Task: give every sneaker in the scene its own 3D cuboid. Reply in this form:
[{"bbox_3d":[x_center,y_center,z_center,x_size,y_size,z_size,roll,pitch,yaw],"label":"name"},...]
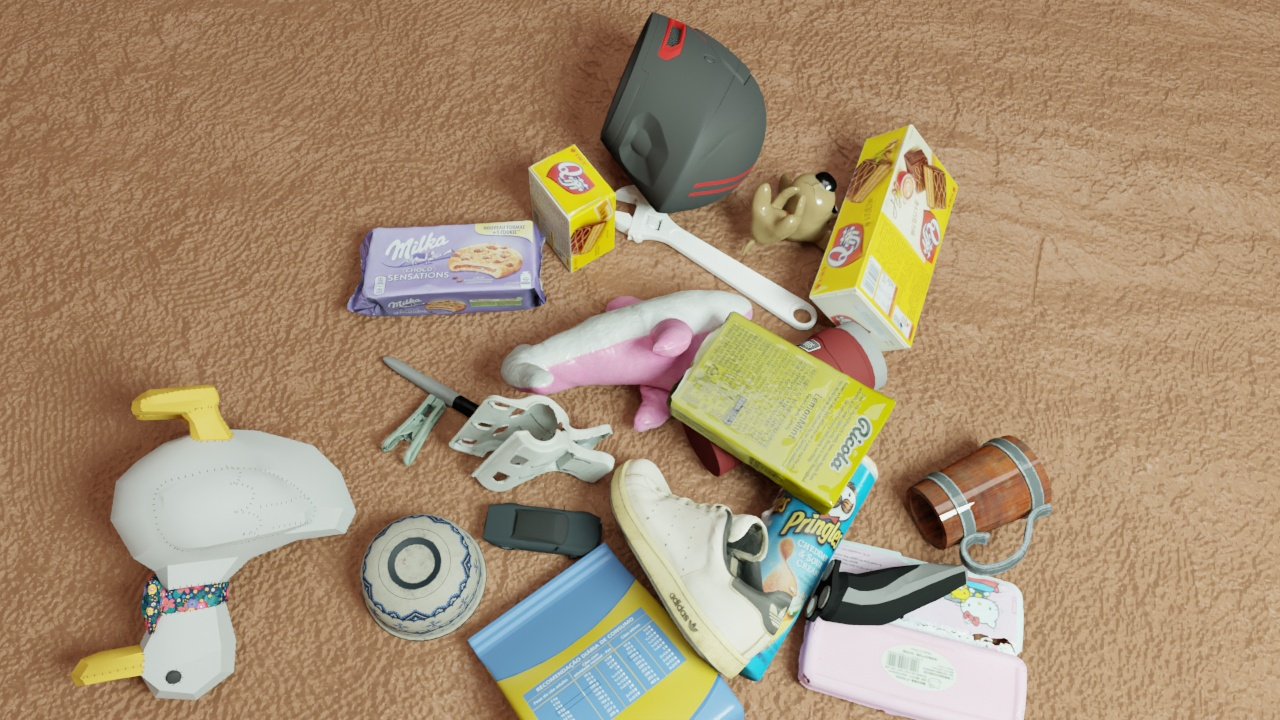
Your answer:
[{"bbox_3d":[0.053,0.154,0.807,0.102,0.089,0.241,-41,42,8],"label":"sneaker"}]

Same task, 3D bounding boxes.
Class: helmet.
[{"bbox_3d":[0.055,-0.267,1.022,0.170,0.165,0.264,23,46,-10],"label":"helmet"}]

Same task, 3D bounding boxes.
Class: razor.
[{"bbox_3d":[0.225,0.207,0.823,0.156,0.057,0.060,2,60,-13],"label":"razor"}]

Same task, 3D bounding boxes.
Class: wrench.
[{"bbox_3d":[0.079,-0.114,1.031,0.273,0.018,0.066,34,66,12],"label":"wrench"}]

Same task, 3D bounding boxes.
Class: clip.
[{"bbox_3d":[-0.098,0.090,0.872,0.151,0.126,0.091,21,59,-21],"label":"clip"},{"bbox_3d":[-0.224,0.069,0.923,0.035,0.023,0.074,28,64,12],"label":"clip"}]

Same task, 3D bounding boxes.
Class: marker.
[{"bbox_3d":[-0.209,0.029,0.943,0.138,0.022,0.016,29,71,10],"label":"marker"}]

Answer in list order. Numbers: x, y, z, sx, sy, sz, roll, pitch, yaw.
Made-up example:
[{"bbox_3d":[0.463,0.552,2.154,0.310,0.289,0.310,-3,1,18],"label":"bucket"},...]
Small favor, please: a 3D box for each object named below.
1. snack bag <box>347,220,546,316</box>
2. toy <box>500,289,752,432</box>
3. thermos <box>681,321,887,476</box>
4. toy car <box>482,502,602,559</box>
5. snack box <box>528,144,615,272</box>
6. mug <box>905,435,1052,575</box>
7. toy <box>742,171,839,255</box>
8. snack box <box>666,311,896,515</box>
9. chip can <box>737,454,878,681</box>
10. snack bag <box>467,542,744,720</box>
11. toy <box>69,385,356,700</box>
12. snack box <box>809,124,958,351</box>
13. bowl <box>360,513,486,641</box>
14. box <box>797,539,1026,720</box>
[{"bbox_3d":[-0.204,-0.094,0.985,0.205,0.058,0.096,-3,61,-1],"label":"snack bag"},{"bbox_3d":[-0.006,0.005,0.926,0.265,0.187,0.128,-13,105,-13],"label":"toy"},{"bbox_3d":[0.149,0.048,0.923,0.198,0.084,0.108,-27,99,-13],"label":"thermos"},{"bbox_3d":[-0.093,0.161,0.876,0.112,0.034,0.046,7,64,0],"label":"toy car"},{"bbox_3d":[-0.074,-0.165,0.998,0.061,0.106,0.083,-32,69,-17],"label":"snack box"},{"bbox_3d":[0.331,0.142,0.877,0.111,0.082,0.117,-23,49,-10],"label":"mug"},{"bbox_3d":[0.169,-0.161,1.015,0.108,0.106,0.134,-19,64,-36],"label":"toy"},{"bbox_3d":[0.126,0.045,0.850,0.181,0.045,0.121,31,71,12],"label":"snack box"},{"bbox_3d":[0.136,0.180,0.854,0.080,0.080,0.229,32,68,12],"label":"chip can"},{"bbox_3d":[-0.033,0.276,0.793,0.158,0.102,0.205,-33,59,-17],"label":"snack bag"},{"bbox_3d":[-0.381,0.156,0.815,0.246,0.141,0.267,-12,89,-27],"label":"toy"},{"bbox_3d":[0.269,-0.131,0.994,0.110,0.062,0.229,40,60,-30],"label":"snack box"},{"bbox_3d":[-0.202,0.193,0.841,0.115,0.059,0.115,1,64,-2],"label":"bowl"},{"bbox_3d":[0.253,0.250,0.844,0.201,0.045,0.154,13,63,5],"label":"box"}]
